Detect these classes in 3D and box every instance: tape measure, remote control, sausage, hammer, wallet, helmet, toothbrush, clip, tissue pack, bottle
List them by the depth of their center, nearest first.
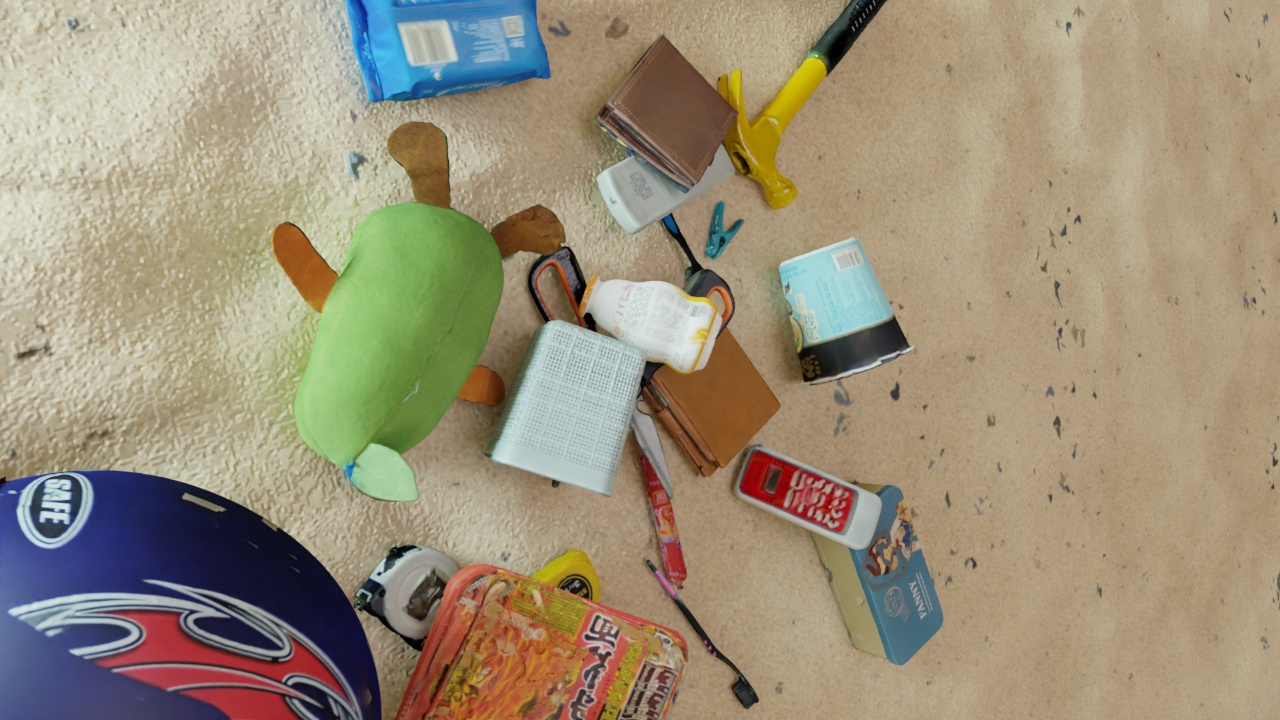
[{"bbox_3d":[-0.278,0.171,0.447,0.315,0.247,0.240,38,86,-36],"label":"helmet"},{"bbox_3d":[-0.162,0.167,0.663,0.066,0.034,0.065,46,65,-26],"label":"tape measure"},{"bbox_3d":[-0.141,-0.246,0.680,0.156,0.052,0.095,-20,102,-33],"label":"tissue pack"},{"bbox_3d":[0.007,-0.033,0.721,0.108,0.063,0.063,22,74,0],"label":"bottle"},{"bbox_3d":[-0.062,0.185,0.734,0.059,0.029,0.057,-30,104,-32],"label":"tape measure"},{"bbox_3d":[0.028,-0.211,0.785,0.101,0.032,0.124,39,51,-13],"label":"wallet"},{"bbox_3d":[0.024,-0.160,0.795,0.149,0.021,0.058,-36,98,-39],"label":"remote control"},{"bbox_3d":[0.017,0.125,0.796,0.020,0.020,0.156,-18,99,-34],"label":"sausage"},{"bbox_3d":[0.016,-0.138,0.810,0.014,0.016,0.189,-36,106,-27],"label":"toothbrush"},{"bbox_3d":[0.058,0.024,0.819,0.107,0.031,0.132,-45,107,-25],"label":"wallet"},{"bbox_3d":[0.054,0.248,0.822,0.017,0.014,0.189,-41,110,-16],"label":"toothbrush"},{"bbox_3d":[0.075,-0.117,0.848,0.034,0.013,0.054,37,67,-27],"label":"clip"},{"bbox_3d":[0.156,0.127,0.853,0.136,0.020,0.055,24,72,1],"label":"remote control"},{"bbox_3d":[0.175,-0.292,0.911,0.129,0.033,0.300,49,64,-24],"label":"hammer"}]

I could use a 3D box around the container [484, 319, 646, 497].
[{"bbox_3d":[-0.054,0.034,0.690,0.090,0.090,0.111,19,83,-14],"label":"container"}]

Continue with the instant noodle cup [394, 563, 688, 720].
[{"bbox_3d":[-0.076,0.243,0.666,0.188,0.079,0.164,24,84,-13],"label":"instant noodle cup"}]

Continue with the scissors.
[{"bbox_3d":[-0.010,0.001,0.759,0.220,0.022,0.234,-36,98,-14],"label":"scissors"}]

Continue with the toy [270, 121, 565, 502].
[{"bbox_3d":[-0.159,-0.032,0.638,0.227,0.090,0.246,39,71,-42],"label":"toy"}]

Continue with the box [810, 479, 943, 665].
[{"bbox_3d":[0.239,0.216,0.922,0.089,0.062,0.184,-32,104,-30],"label":"box"}]

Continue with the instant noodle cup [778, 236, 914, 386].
[{"bbox_3d":[0.187,-0.049,0.876,0.111,0.111,0.120,-21,91,-33],"label":"instant noodle cup"}]
